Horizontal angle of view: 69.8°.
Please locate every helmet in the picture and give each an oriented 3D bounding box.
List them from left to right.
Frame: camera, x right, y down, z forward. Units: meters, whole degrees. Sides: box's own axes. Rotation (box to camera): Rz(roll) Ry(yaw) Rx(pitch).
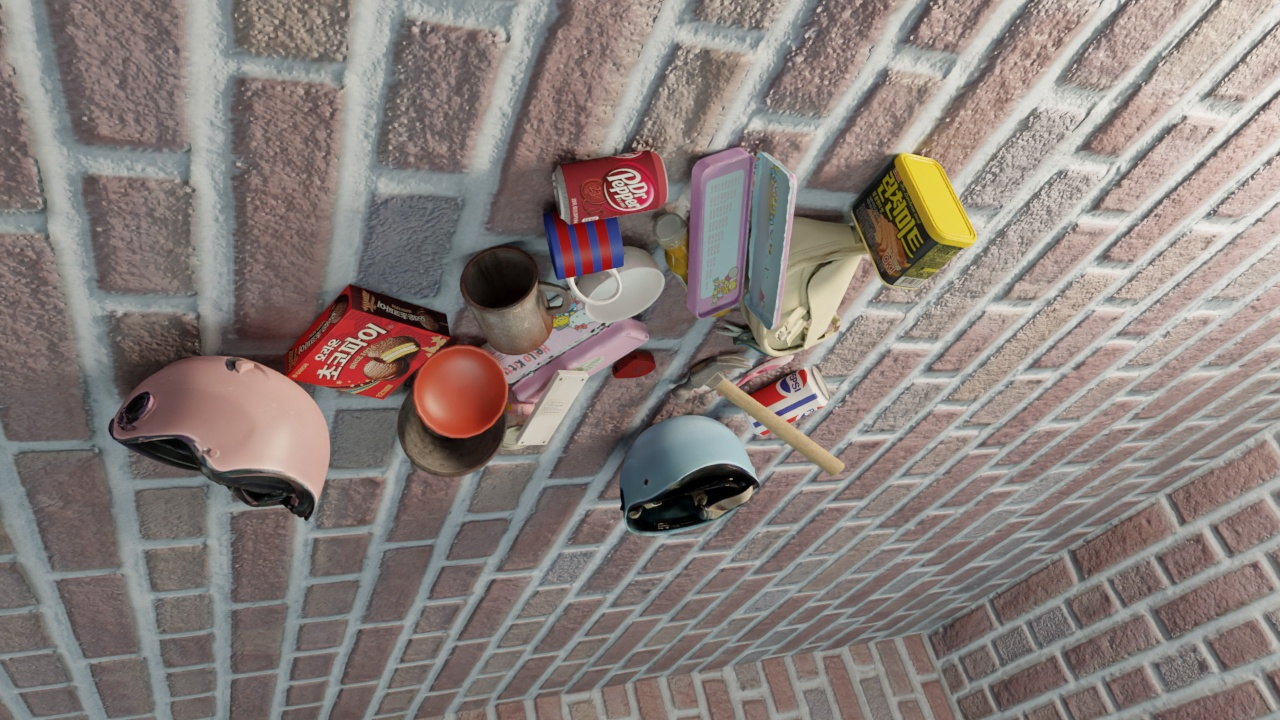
[{"bbox_3d":[-0.483,0.078,1.075,0.256,0.152,0.230,3,157,30],"label":"helmet"},{"bbox_3d":[0.071,0.189,1.514,0.225,0.166,0.266,-2,145,-19],"label":"helmet"}]

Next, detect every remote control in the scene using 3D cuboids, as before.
[{"bbox_3d":[-0.122,0.065,1.248,0.050,0.011,0.136,3,131,-41],"label":"remote control"}]

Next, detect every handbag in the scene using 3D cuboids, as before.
[{"bbox_3d":[0.220,-0.077,1.207,0.184,0.131,0.230,-13,152,-16],"label":"handbag"}]

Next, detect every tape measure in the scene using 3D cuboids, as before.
[{"bbox_3d":[-0.008,0.008,1.331,0.051,0.019,0.059,8,149,-37],"label":"tape measure"}]

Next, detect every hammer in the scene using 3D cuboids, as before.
[{"bbox_3d":[0.206,0.099,1.449,0.331,0.030,0.120,36,119,-24],"label":"hammer"}]

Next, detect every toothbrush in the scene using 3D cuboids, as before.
[{"bbox_3d":[0.179,0.022,1.446,0.135,0.016,0.021,-29,148,16],"label":"toothbrush"}]

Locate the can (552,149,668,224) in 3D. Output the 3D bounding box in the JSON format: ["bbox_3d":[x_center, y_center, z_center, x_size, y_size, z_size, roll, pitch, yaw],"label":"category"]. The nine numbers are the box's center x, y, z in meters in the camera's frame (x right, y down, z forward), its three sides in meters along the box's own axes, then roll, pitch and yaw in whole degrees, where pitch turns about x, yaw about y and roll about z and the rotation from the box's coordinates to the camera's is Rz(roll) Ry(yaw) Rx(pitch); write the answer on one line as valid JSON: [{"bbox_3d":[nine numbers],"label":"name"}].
[{"bbox_3d":[-0.032,-0.183,0.968,0.114,0.063,0.063,-11,149,-8],"label":"can"}]

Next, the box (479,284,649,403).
[{"bbox_3d":[-0.102,-0.012,1.220,0.202,0.058,0.155,-31,146,21],"label":"box"}]

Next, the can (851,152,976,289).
[{"bbox_3d":[0.324,-0.165,1.103,0.072,0.130,0.101,4,146,-30],"label":"can"}]

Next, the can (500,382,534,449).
[{"bbox_3d":[-0.181,0.078,1.306,0.067,0.076,0.067,-12,148,-8],"label":"can"}]

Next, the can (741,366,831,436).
[{"bbox_3d":[0.235,0.066,1.488,0.132,0.070,0.070,-28,147,19],"label":"can"}]

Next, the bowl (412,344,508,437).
[{"bbox_3d":[-0.235,0.037,1.191,0.121,0.122,0.035,-4,-170,-20],"label":"bowl"}]

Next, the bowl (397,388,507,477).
[{"bbox_3d":[-0.259,0.080,1.247,0.144,0.145,0.067,-4,-170,-20],"label":"bowl"}]

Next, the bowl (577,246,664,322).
[{"bbox_3d":[-0.027,-0.098,1.111,0.105,0.054,0.105,-18,152,-10],"label":"bowl"}]

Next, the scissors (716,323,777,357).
[{"bbox_3d":[0.177,-0.033,1.352,0.150,0.019,0.121,-7,152,-5],"label":"scissors"}]

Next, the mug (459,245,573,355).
[{"bbox_3d":[-0.137,-0.067,1.070,0.123,0.096,0.110,4,157,9],"label":"mug"}]

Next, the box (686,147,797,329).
[{"bbox_3d":[0.116,-0.126,1.044,0.089,0.092,0.215,-23,136,-24],"label":"box"}]

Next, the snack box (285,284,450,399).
[{"bbox_3d":[-0.333,-0.018,1.119,0.132,0.035,0.152,18,135,-43],"label":"snack box"}]

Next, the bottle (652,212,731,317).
[{"bbox_3d":[0.067,-0.117,1.132,0.053,0.053,0.186,-24,148,12],"label":"bottle"}]

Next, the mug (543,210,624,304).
[{"bbox_3d":[-0.060,-0.116,1.026,0.076,0.112,0.075,-12,-168,-7],"label":"mug"}]
